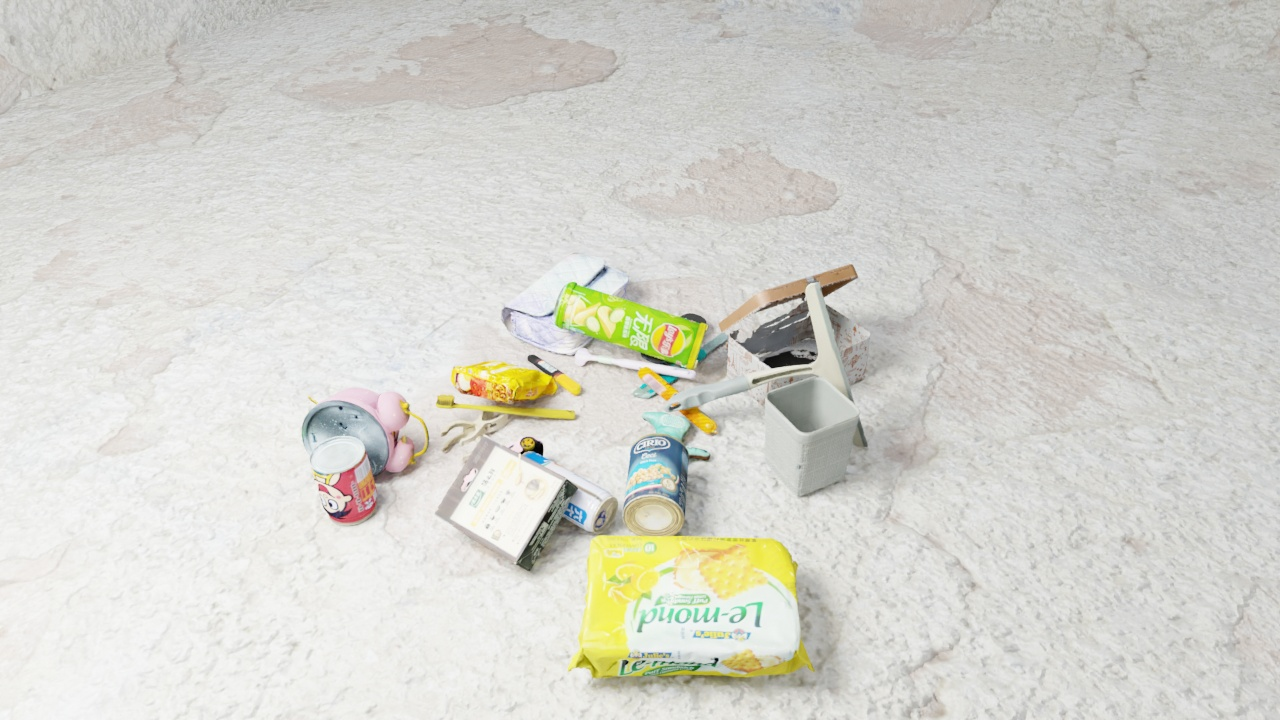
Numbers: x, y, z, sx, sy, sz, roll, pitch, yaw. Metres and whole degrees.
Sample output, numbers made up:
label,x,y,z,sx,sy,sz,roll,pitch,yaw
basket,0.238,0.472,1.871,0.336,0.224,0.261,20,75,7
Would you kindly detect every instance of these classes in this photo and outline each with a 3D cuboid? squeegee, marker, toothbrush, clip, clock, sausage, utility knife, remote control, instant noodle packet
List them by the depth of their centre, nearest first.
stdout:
label,x,y,z,sx,sy,sz,roll,pitch,yaw
clock,-0.349,0.092,1.176,0.158,0.117,0.059,3,25,9
squeegee,0.149,0.031,1.212,0.247,0.246,0.039,-14,25,17
clip,-0.235,0.091,1.240,0.083,0.035,0.104,9,33,13
toothbrush,-0.183,0.064,1.254,0.190,0.017,0.015,6,27,-12
sausage,0.050,0.054,1.279,0.021,0.021,0.165,-27,50,-31
instant noodle packet,-0.189,0.030,1.279,0.111,0.044,0.128,17,10,20
toothbrush,-0.008,0.008,1.343,0.189,0.021,0.029,9,76,21
marker,-0.128,0.019,1.350,0.018,0.015,0.124,-26,40,-32
utility knife,0.064,0.005,1.363,0.029,0.013,0.207,29,46,32
remote control,0.052,-0.029,1.400,0.053,0.024,0.136,26,46,27

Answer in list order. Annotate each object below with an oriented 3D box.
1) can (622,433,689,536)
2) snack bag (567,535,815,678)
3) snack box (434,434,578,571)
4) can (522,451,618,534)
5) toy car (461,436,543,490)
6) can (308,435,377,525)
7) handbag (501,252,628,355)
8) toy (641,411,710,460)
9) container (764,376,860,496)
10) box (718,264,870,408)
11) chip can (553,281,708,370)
label,x,y,z,sx,sy,sz,roll,pitch,yaw
can,0.020,0.153,1.113,0.075,0.075,0.111,2,37,4
snack bag,0.052,0.262,0.970,0.246,0.068,0.157,0,36,2
snack box,-0.157,0.166,1.079,0.126,0.053,0.113,23,74,29
can,-0.094,0.161,1.123,0.135,0.053,0.053,24,43,30
toy car,-0.175,0.136,1.159,0.122,0.056,0.037,-31,53,-34
can,-0.359,0.147,1.116,0.066,0.094,0.066,-1,37,1
handbag,-0.112,-0.095,1.452,0.134,0.076,0.193,20,41,22
toy,0.046,0.106,1.216,0.096,0.030,0.091,8,42,1
container,0.210,0.098,1.148,0.090,0.114,0.090,-17,40,-20
box,0.222,-0.054,1.300,0.182,0.178,0.153,-23,43,-26
chip can,-0.016,-0.051,1.331,0.221,0.073,0.072,17,38,2
